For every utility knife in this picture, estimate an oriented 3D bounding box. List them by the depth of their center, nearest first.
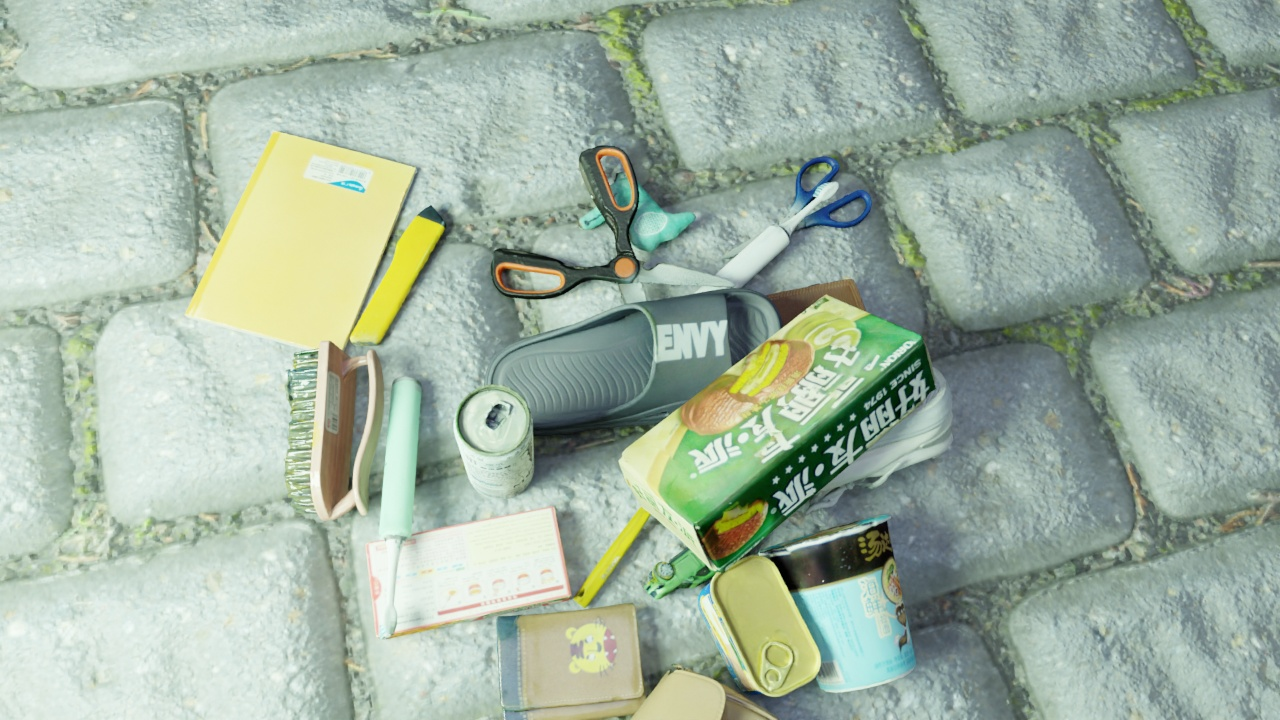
[{"bbox_3d":[-0.222,-0.078,0.845,0.033,0.015,0.153,21,69,9],"label":"utility knife"}]

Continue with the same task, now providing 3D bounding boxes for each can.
[{"bbox_3d":[-0.114,0.068,0.729,0.058,0.147,0.058,2,69,-6],"label":"can"},{"bbox_3d":[0.090,0.213,0.730,0.057,0.083,0.102,-23,73,-14],"label":"can"}]

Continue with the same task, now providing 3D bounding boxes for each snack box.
[{"bbox_3d":[0.110,0.051,0.734,0.239,0.063,0.114,-36,36,-14],"label":"snack box"},{"bbox_3d":[-0.140,0.173,0.750,0.155,0.027,0.077,-9,70,-10],"label":"snack box"}]

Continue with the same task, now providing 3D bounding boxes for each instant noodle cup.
[{"bbox_3d":[0.167,0.197,0.740,0.111,0.111,0.120,-15,79,-12],"label":"instant noodle cup"}]

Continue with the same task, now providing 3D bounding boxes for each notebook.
[{"bbox_3d":[-0.310,-0.112,0.851,0.146,0.010,0.206,14,68,0],"label":"notebook"}]

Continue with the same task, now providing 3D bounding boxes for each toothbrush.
[{"bbox_3d":[-0.197,0.113,0.745,0.026,0.027,0.224,16,52,-29],"label":"toothbrush"},{"bbox_3d":[0.003,0.125,0.774,0.016,0.016,0.190,28,76,36],"label":"toothbrush"},{"bbox_3d":[0.113,-0.103,0.877,0.220,0.027,0.026,-42,35,-14],"label":"toothbrush"}]

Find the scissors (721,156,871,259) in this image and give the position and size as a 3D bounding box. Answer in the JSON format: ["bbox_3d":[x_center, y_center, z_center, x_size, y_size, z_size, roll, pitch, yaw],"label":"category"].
[{"bbox_3d":[0.160,-0.133,0.910,0.140,0.012,0.170,20,71,1],"label":"scissors"}]

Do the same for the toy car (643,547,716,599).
[{"bbox_3d":[0.043,0.169,0.763,0.091,0.043,0.036,-30,75,-16],"label":"toy car"}]

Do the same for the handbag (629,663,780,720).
[{"bbox_3d":[0.030,0.333,0.668,0.148,0.100,0.204,42,67,7],"label":"handbag"}]

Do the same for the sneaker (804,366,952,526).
[{"bbox_3d":[0.154,0.086,0.796,0.242,0.091,0.089,-21,37,5],"label":"sneaker"}]

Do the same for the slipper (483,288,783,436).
[{"bbox_3d":[-0.005,0.005,0.780,0.268,0.083,0.110,-12,85,0],"label":"slipper"}]

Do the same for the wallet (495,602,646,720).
[{"bbox_3d":[-0.056,0.244,0.731,0.115,0.033,0.090,-3,70,-11],"label":"wallet"}]

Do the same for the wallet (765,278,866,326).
[{"bbox_3d":[0.158,-0.021,0.858,0.124,0.032,0.101,-11,68,-11],"label":"wallet"}]

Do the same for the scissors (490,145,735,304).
[{"bbox_3d":[-0.029,-0.097,0.853,0.234,0.022,0.220,-2,78,4],"label":"scissors"}]

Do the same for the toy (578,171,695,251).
[{"bbox_3d":[-0.009,-0.141,0.887,0.096,0.030,0.092,-35,71,-10],"label":"toy"}]

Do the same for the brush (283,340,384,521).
[{"bbox_3d":[-0.253,0.060,0.762,0.073,0.063,0.145,-5,70,3],"label":"brush"}]
